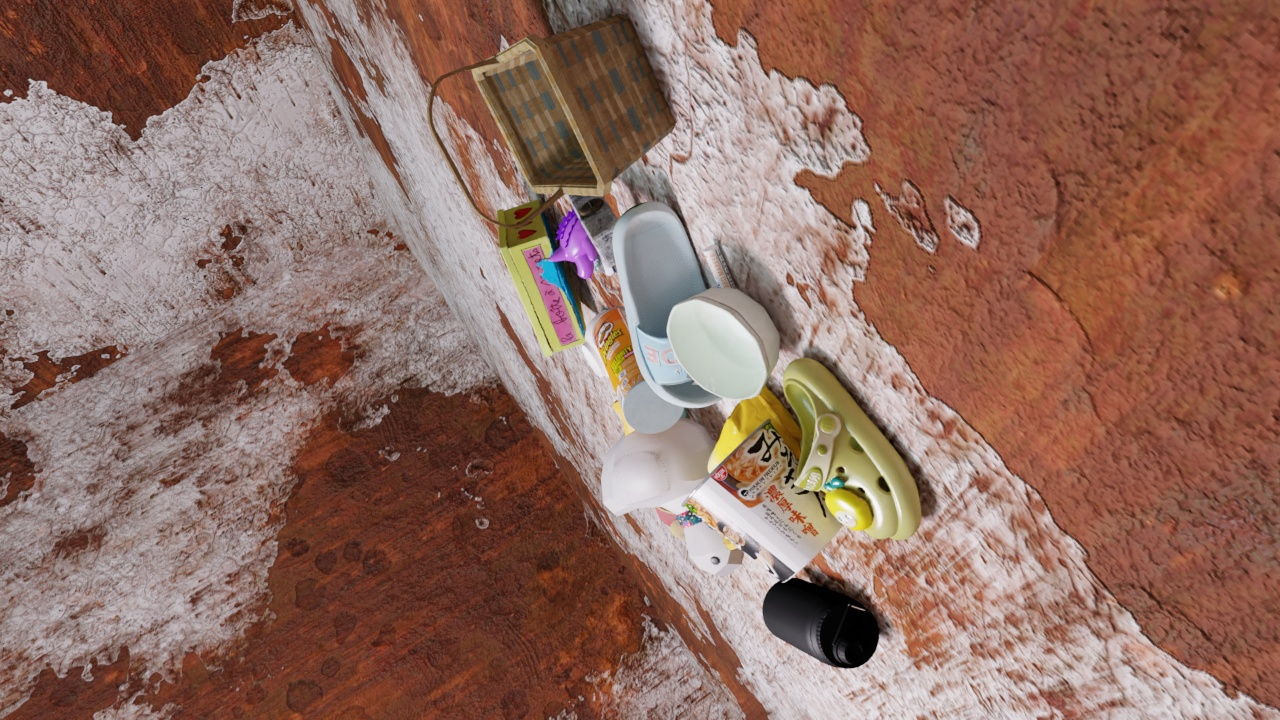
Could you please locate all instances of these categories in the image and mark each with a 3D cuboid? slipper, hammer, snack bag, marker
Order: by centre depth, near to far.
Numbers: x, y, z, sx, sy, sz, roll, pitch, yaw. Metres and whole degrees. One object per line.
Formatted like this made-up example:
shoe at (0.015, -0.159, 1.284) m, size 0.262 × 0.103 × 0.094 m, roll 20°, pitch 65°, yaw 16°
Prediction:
slipper at (0.177, 0.087, 0.835) m, size 0.190 × 0.081 × 0.092 m, roll 57°, pitch 164°, yaw 14°
marker at (0.099, -0.051, 0.934) m, size 0.145 × 0.017 × 0.017 m, roll 64°, pitch 165°, yaw -22°
slipper at (0.038, -0.050, 0.978) m, size 0.074 × 0.104 × 0.245 m, roll 41°, pitch 154°, yaw 61°
snack bag at (0.146, 0.133, 1.057) m, size 0.159 × 0.068 × 0.248 m, roll 55°, pitch 166°, yaw 17°
hammer at (0.001, -0.085, 1.126) m, size 0.301 × 0.037 × 0.217 m, roll 58°, pitch -177°, yaw -33°

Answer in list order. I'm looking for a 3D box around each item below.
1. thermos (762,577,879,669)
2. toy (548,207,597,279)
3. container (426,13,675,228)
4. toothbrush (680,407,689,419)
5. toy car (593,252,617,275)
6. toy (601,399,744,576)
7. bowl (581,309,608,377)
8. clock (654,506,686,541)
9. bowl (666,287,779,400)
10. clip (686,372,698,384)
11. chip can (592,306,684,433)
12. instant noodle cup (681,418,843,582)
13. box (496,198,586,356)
thermos at (0.229, 0.332, 1.158) m, size 0.086 × 0.086 × 0.199 m, roll 59°, pitch 166°, yaw -3°
toy at (-0.085, -0.164, 1.224) m, size 0.106 × 0.055 × 0.088 m, roll 48°, pitch 124°, yaw 45°
container at (-0.103, -0.229, 0.893) m, size 0.157 × 0.186 × 0.250 m, roll 63°, pitch 165°, yaw -20°
toothbrush at (0.020, 0.014, 1.347) m, size 0.180 × 0.016 × 0.017 m, roll 56°, pitch 157°, yaw 9°
toy car at (-0.059, -0.141, 1.264) m, size 0.090 × 0.027 × 0.039 m, roll 38°, pitch 154°, yaw 55°
toy at (0.044, 0.166, 1.237) m, size 0.247 × 0.140 × 0.267 m, roll -19°, pitch 87°, yaw 36°
bowl at (-0.051, -0.014, 1.435) m, size 0.118 × 0.062 × 0.118 m, roll 53°, pitch 165°, yaw 20°
clock at (0.077, 0.203, 1.342) m, size 0.158 × 0.117 × 0.081 m, roll 56°, pitch 172°, yaw 41°
bowl at (0.090, -0.024, 0.899) m, size 0.117 × 0.061 × 0.118 m, roll 29°, pitch 140°, yaw 27°
clip at (0.094, 0.000, 0.986) m, size 0.046 × 0.101 × 0.056 m, roll 37°, pitch 112°, yaw 43°
chip can at (-0.007, 0.007, 1.169) m, size 0.215 × 0.075 × 0.075 m, roll -116°, pitch 2°, yaw -61°
instant noodle cup at (0.126, 0.143, 0.902) m, size 0.122 × 0.123 × 0.124 m, roll 45°, pitch 164°, yaw 11°
box at (-0.156, -0.130, 1.448) m, size 0.124 × 0.082 × 0.221 m, roll -106°, pitch -4°, yaw -48°
